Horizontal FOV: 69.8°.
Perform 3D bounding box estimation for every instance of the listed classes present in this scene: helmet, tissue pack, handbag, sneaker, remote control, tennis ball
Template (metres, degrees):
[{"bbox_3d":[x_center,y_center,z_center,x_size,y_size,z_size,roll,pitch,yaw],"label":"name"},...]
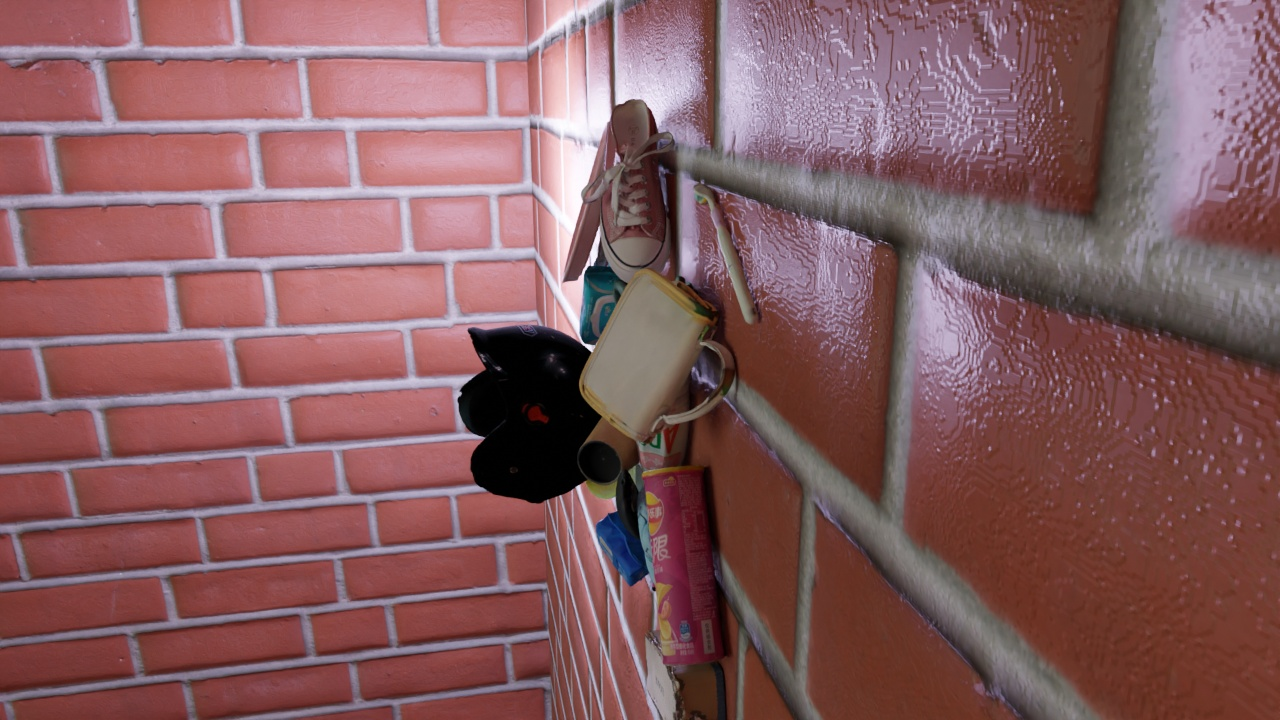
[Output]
[{"bbox_3d":[-0.148,0.064,1.306,0.233,0.230,0.275,-131,24,-64],"label":"helmet"},{"bbox_3d":[-0.020,0.273,1.335,0.095,0.052,0.157,52,166,17],"label":"tissue pack"},{"bbox_3d":[0.029,0.009,0.966,0.179,0.063,0.163,42,110,44],"label":"handbag"},{"bbox_3d":[-0.037,-0.077,1.294,0.134,0.093,0.050,99,170,-46],"label":"tissue pack"},{"bbox_3d":[-0.012,-0.214,1.111,0.088,0.118,0.240,52,-145,-72],"label":"sneaker"},{"bbox_3d":[-0.013,0.178,1.117,0.136,0.024,0.053,70,-161,-54],"label":"remote control"},{"bbox_3d":[-0.051,0.175,1.376,0.065,0.065,0.065,176,91,-79],"label":"tennis ball"}]

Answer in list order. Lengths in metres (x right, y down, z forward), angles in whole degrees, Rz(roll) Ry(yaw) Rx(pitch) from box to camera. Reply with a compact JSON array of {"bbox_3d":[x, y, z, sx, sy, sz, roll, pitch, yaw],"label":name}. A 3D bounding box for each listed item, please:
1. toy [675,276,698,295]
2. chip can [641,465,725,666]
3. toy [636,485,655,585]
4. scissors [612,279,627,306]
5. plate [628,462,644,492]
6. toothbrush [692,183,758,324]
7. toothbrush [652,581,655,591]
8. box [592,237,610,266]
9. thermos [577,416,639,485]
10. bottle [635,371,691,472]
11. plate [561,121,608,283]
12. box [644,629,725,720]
[{"bbox_3d":[0.041,-0.053,1.048,0.092,0.030,0.096,-59,21,31],"label":"toy"},{"bbox_3d":[0.047,0.225,1.017,0.071,0.071,0.210,131,134,-75],"label":"chip can"},{"bbox_3d":[0.029,0.233,1.112,0.156,0.050,0.161,58,-164,-61],"label":"toy"},{"bbox_3d":[-0.004,-0.037,1.234,0.172,0.019,0.177,58,164,19],"label":"scissors"},{"bbox_3d":[-0.002,0.139,1.358,0.230,0.027,0.230,176,91,-78],"label":"plate"},{"bbox_3d":[0.082,-0.104,0.875,0.020,0.029,0.189,-38,45,25],"label":"toothbrush"},{"bbox_3d":[0.028,0.267,1.279,0.017,0.014,0.190,-90,5,-46],"label":"toothbrush"},{"bbox_3d":[-0.025,-0.206,1.278,0.201,0.063,0.159,111,173,-64],"label":"box"},{"bbox_3d":[-0.026,0.102,1.183,0.143,0.093,0.093,-41,-45,-61],"label":"thermos"},{"bbox_3d":[0.026,0.081,1.106,0.068,0.068,0.197,-110,16,-55],"label":"bottle"},{"bbox_3d":[-0.067,-0.215,1.272,0.229,0.028,0.229,-166,92,-83],"label":"plate"},{"bbox_3d":[0.049,0.379,1.090,0.184,0.063,0.090,-154,62,-80],"label":"box"}]
